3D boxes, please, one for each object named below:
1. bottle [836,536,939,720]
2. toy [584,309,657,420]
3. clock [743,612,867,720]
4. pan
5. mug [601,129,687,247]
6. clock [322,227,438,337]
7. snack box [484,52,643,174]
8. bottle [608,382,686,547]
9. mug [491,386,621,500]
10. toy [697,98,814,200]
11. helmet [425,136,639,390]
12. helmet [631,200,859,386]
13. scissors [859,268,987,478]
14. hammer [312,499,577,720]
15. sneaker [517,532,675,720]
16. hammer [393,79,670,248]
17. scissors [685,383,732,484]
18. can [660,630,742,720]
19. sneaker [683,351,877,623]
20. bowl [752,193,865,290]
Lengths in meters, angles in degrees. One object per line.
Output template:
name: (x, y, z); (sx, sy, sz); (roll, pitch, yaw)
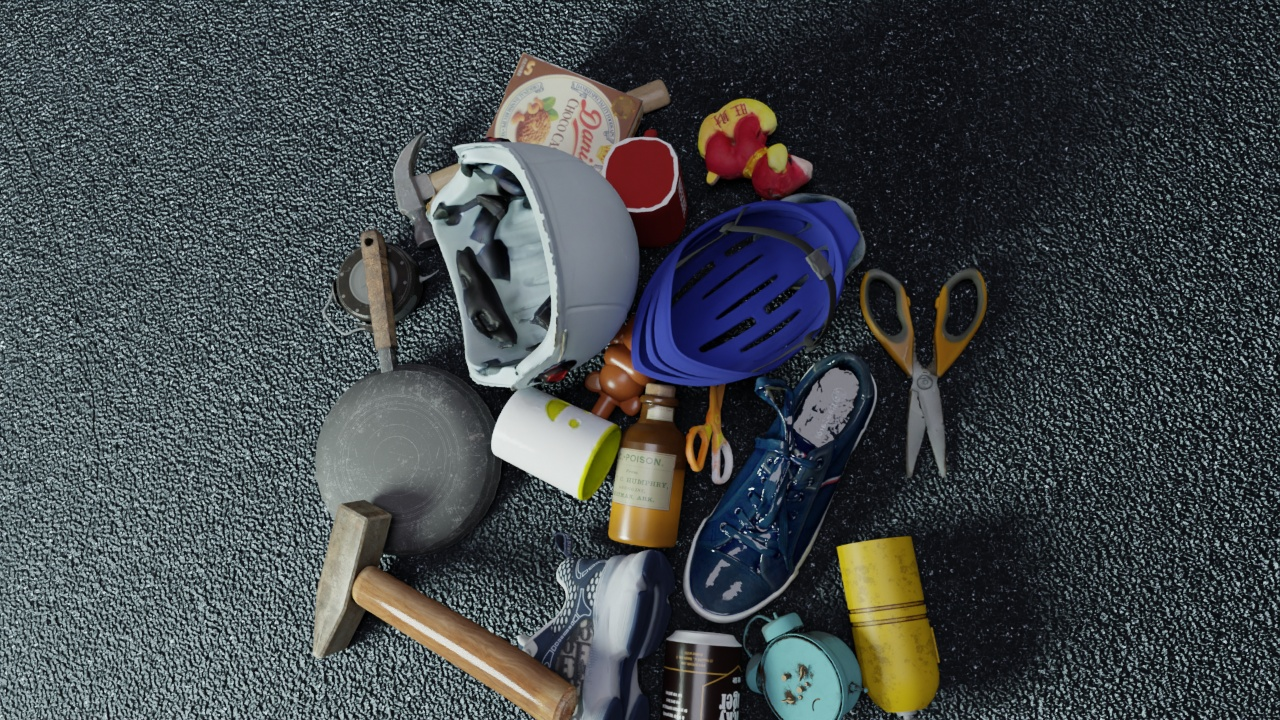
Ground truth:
bottle: (0.230, 0.248, 0.838); (0.071, 0.071, 0.163); (-9, 74, 6)
toy: (-0.006, 0.006, 0.951); (0.095, 0.065, 0.127); (32, 92, 21)
clock: (0.145, 0.282, 0.839); (0.124, 0.053, 0.090); (36, 114, 38)
pan: (-0.261, 0.028, 0.960); (0.208, 0.040, 0.356); (-12, 85, 7)
mug: (0.007, -0.191, 0.974); (0.080, 0.096, 0.116); (2, 75, 9)
clock: (-0.291, -0.080, 1.017); (0.091, 0.044, 0.123); (44, 89, 12)
snack box: (-0.089, -0.241, 1.007); (0.147, 0.041, 0.143); (22, 85, 2)
bottle: (0.011, 0.100, 0.900); (0.068, 0.068, 0.157); (6, 85, 10)
mug: (-0.084, 0.082, 0.923); (0.106, 0.082, 0.082); (24, 80, 15)
toy: (0.114, -0.222, 0.987); (0.105, 0.067, 0.137); (-39, 65, 1)
helmet: (-0.087, -0.098, 0.894); (0.163, 0.265, 0.236); (-15, 83, -29)
helmet: (0.092, -0.055, 0.819); (0.241, 0.227, 0.148); (-36, 96, 4)
scissors: (0.274, 0.003, 0.925); (0.166, 0.016, 0.225); (15, 80, 12)
hammer: (-0.186, 0.261, 0.858); (0.301, 0.037, 0.158); (20, 99, 27)
sneaker: (-0.064, 0.301, 0.868); (0.132, 0.103, 0.269); (9, 76, 26)
hammer: (-0.123, -0.243, 1.037); (0.331, 0.031, 0.119); (-22, 86, 1)
scissors: (0.080, 0.065, 0.929); (0.012, 0.084, 0.132); (-12, 45, 36)
can: (0.055, 0.318, 0.845); (0.072, 0.072, 0.128); (3, 76, 9)
sneaker: (0.130, 0.112, 0.863); (0.121, 0.127, 0.294); (31, 84, 13)
bowl: (0.173, -0.114, 0.950); (0.110, 0.055, 0.110); (-2, 75, 8)
